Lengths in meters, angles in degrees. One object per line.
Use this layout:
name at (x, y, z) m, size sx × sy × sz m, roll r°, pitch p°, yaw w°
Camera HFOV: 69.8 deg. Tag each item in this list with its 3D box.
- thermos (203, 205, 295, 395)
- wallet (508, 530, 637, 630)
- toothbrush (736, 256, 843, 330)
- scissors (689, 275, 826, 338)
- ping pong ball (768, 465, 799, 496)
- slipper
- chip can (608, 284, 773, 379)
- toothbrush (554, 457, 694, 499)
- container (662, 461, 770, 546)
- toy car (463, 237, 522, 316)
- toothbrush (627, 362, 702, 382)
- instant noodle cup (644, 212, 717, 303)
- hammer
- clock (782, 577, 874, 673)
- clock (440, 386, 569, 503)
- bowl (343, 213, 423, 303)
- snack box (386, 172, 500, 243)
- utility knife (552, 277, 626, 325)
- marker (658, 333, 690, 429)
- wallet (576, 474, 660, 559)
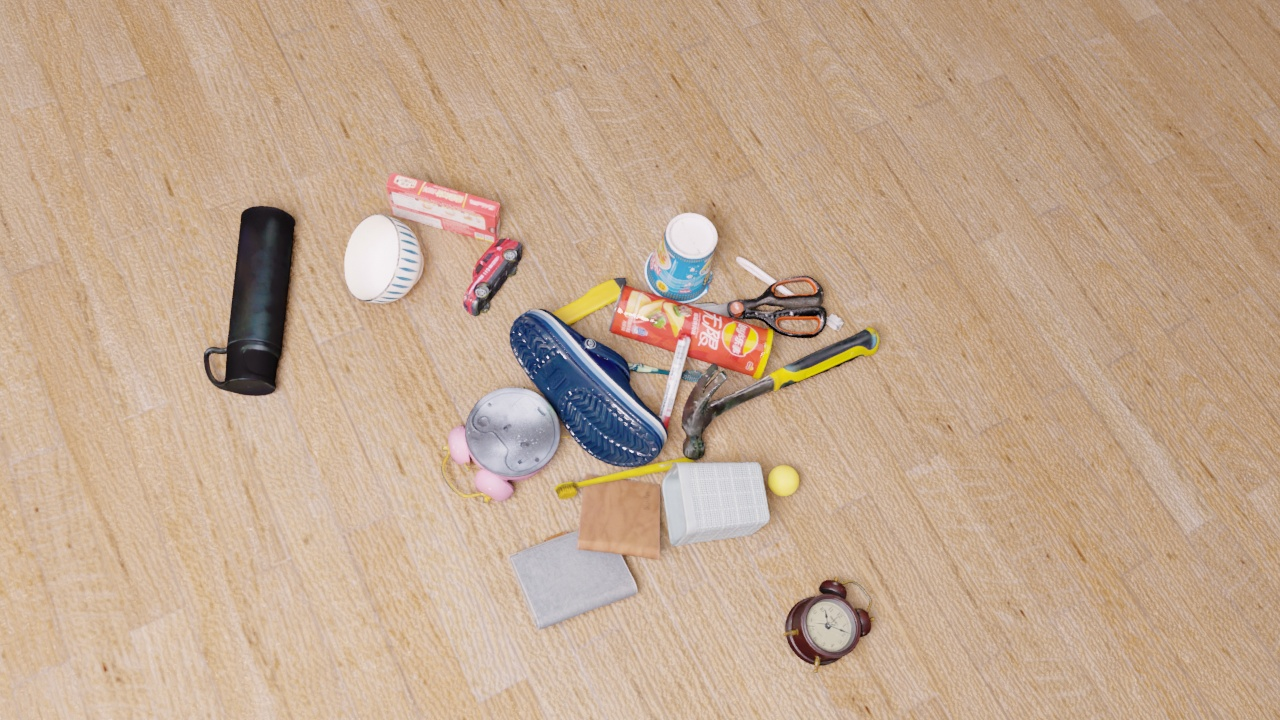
thermos at (-0.500, -0.078, 1.174) m, size 0.090 × 0.069 × 0.242 m, roll 3°, pitch 67°, yaw -12°
wallet at (-0.083, 0.257, 1.107) m, size 0.129 × 0.037 × 0.106 m, roll -15°, pitch 57°, yaw -23°
toothbrush at (0.214, -0.099, 1.317) m, size 0.180 × 0.016 × 0.016 m, roll 34°, pitch 59°, yaw 6°
scissors at (0.150, -0.059, 1.282) m, size 0.235 × 0.022 × 0.139 m, roll -23°, pitch 79°, yaw -8°
ping pong ball at (0.186, 0.156, 1.189) m, size 0.040 × 0.040 × 0.040 m, roll 3°, pitch 67°, yaw -7°
slipper at (-0.063, 0.031, 1.182) m, size 0.253 × 0.105 × 0.095 m, roll 45°, pitch 46°, yaw 7°
chip can at (0.068, -0.040, 1.239) m, size 0.216 × 0.073 × 0.073 m, roll 18°, pitch 66°, yaw 0°
toothbrush at (-0.017, 0.148, 1.160) m, size 0.189 × 0.016 × 0.016 m, roll -10°, pitch 47°, yaw -23°
container at (0.094, 0.176, 1.143) m, size 0.111 × 0.090 × 0.089 m, roll -3°, pitch 68°, yaw -13°
toy car at (-0.204, -0.115, 1.244) m, size 0.045 × 0.053 × 0.120 m, roll 27°, pitch 63°, yaw 5°
toothbrush at (-0.007, 0.007, 1.238) m, size 0.191 × 0.018 × 0.016 m, roll 10°, pitch 66°, yaw -4°
instant noodle cup at (0.062, -0.146, 1.263) m, size 0.099 × 0.110 × 0.099 m, roll 3°, pitch 66°, yaw -7°
hammer at (0.191, 0.022, 1.217) m, size 0.322 × 0.126 × 0.032 m, roll -22°, pitch 44°, yaw -25°
clock at (0.232, 0.318, 1.119) m, size 0.121 × 0.055 × 0.082 m, roll -35°, pitch 76°, yaw -22°
clock at (-0.175, 0.108, 1.148) m, size 0.158 × 0.060 × 0.117 m, roll -37°, pitch 78°, yaw -22°
bowl at (-0.330, -0.129, 1.212) m, size 0.066 × 0.117 × 0.116 m, roll 11°, pitch 55°, yaw -53°
snack box at (-0.269, -0.208, 1.260) m, size 0.153 × 0.075 × 0.025 m, roll 15°, pitch 66°, yaw -1°
utility knife at (-0.092, -0.068, 1.259) m, size 0.176 × 0.015 × 0.033 m, roll -29°, pitch 69°, yaw -17°
marker at (0.041, 0.036, 1.199) m, size 0.017 × 0.017 × 0.145 m, roll 15°, pitch 92°, yaw -2°
wallet at (-0.025, 0.192, 1.136) m, size 0.101 × 0.020 × 0.115 m, roll 8°, pitch 43°, yaw -6°
